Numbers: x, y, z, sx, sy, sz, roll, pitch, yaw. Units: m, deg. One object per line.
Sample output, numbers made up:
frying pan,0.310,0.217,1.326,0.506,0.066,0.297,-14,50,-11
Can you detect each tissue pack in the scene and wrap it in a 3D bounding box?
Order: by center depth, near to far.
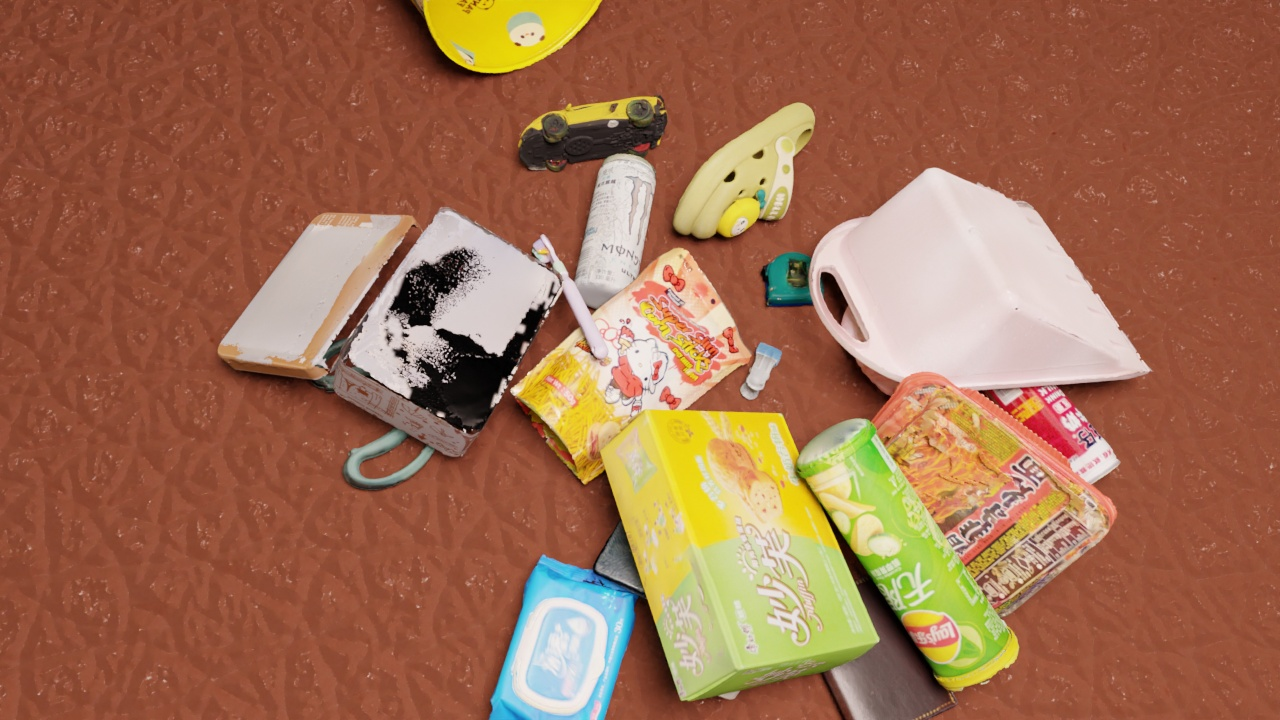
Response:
tissue pack,-0.062,0.240,0.727,0.095,0.052,0.156,15,67,3

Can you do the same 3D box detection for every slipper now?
slipper,0.116,-0.177,0.895,0.190,0.092,0.081,-41,77,-21

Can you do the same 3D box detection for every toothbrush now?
toothbrush,-0.063,-0.058,0.819,0.021,0.029,0.189,-4,36,-22

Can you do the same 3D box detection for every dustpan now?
dustpan,0.296,-0.061,0.852,0.273,0.139,0.222,16,43,-35

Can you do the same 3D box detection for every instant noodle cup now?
instant noodle cup,0.268,0.103,0.759,0.189,0.165,0.078,39,41,11

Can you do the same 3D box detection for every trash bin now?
trash bin,-0.183,-0.466,0.933,0.229,0.230,0.255,-34,68,-16

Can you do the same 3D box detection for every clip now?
clip,0.112,0.010,0.854,0.025,0.030,0.056,26,58,5

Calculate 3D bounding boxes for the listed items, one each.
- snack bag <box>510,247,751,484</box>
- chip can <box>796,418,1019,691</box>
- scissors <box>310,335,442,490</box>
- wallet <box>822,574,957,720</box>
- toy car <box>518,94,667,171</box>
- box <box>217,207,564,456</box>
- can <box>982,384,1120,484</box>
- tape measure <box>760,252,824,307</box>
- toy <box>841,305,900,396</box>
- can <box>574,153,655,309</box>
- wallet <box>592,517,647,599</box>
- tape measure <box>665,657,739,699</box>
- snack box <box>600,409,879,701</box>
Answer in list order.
snack bag,-0.005,0.005,0.818,0.207,0.073,0.128,-39,99,-17
chip can,0.208,0.150,0.730,0.072,0.073,0.221,-33,89,-16
scissors,-0.226,0.023,0.828,0.179,0.019,0.172,38,72,13
wallet,0.194,0.244,0.759,0.096,0.020,0.122,-18,68,-16
toy car,-0.047,-0.229,0.914,0.155,0.071,0.041,-13,70,-8
box,-0.218,-0.042,0.794,0.274,0.124,0.178,19,61,12
can,0.366,0.053,0.828,0.053,0.053,0.132,-31,72,-15
tape measure,0.148,-0.078,0.887,0.058,0.025,0.054,-2,68,-5
toy,0.269,-0.026,0.860,0.159,0.054,0.121,-19,66,-18
can,-0.024,-0.122,0.878,0.058,0.058,0.146,10,67,1
wallet,0.031,0.165,0.761,0.121,0.019,0.097,23,40,8
tape measure,0.054,0.237,0.726,0.066,0.065,0.033,31,89,12
snack box,0.075,0.142,0.718,0.157,0.070,0.209,4,54,-38
